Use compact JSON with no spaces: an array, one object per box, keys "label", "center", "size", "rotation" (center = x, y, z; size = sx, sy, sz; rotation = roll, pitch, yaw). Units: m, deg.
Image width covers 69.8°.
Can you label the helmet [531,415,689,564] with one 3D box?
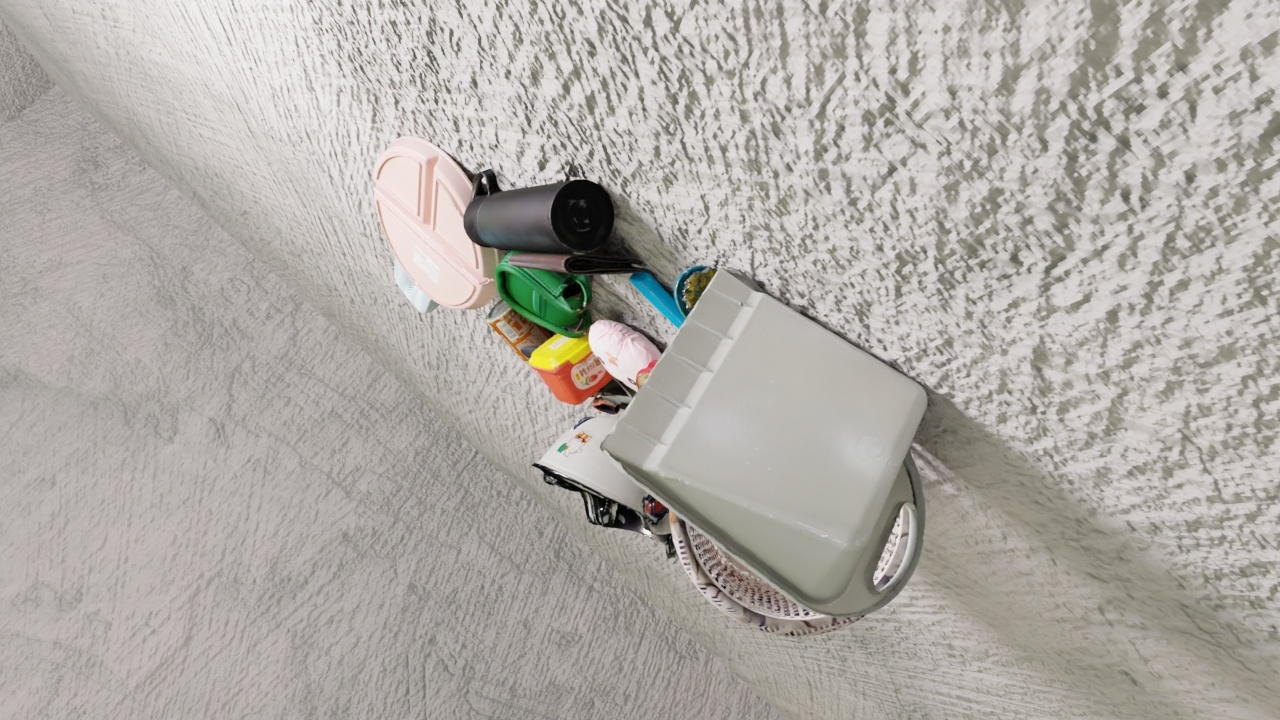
[{"label":"helmet","center":[-0.016,0.166,1.340],"size":[0.230,0.156,0.274],"rotation":[15,156,44]}]

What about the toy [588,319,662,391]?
[{"label":"toy","center":[-0.007,0.007,1.128],"size":[0.121,0.054,0.159],"rotation":[34,168,24]}]

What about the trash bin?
[{"label":"trash bin","center":[0.147,0.152,0.929],"size":[0.227,0.227,0.192],"rotation":[38,175,10]}]

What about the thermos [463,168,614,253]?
[{"label":"thermos","center":[-0.120,-0.156,0.949],"size":[0.243,0.068,0.090],"rotation":[13,128,57]}]

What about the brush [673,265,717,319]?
[{"label":"brush","center":[0.085,-0.030,0.842],"size":[0.144,0.055,0.073],"rotation":[45,178,-14]}]

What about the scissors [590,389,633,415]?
[{"label":"scissors","center":[-0.039,0.055,1.256],"size":[0.203,0.015,0.204],"rotation":[20,167,20]}]

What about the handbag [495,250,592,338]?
[{"label":"handbag","center":[-0.108,-0.083,1.087],"size":[0.120,0.067,0.131],"rotation":[40,162,9]}]

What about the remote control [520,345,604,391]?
[{"label":"remote control","center":[-0.107,0.006,1.287],"size":[0.136,0.024,0.053],"rotation":[24,164,19]}]

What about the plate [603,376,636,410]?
[{"label":"plate","center":[-0.044,0.028,1.298],"size":[0.179,0.024,0.180],"rotation":[37,163,13]}]

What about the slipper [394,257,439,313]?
[{"label":"slipper","center":[-0.285,-0.151,1.274],"size":[0.104,0.074,0.246],"rotation":[47,147,9]}]

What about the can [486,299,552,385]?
[{"label":"can","center":[-0.159,-0.027,1.350],"size":[0.147,0.057,0.058],"rotation":[50,161,-26]}]

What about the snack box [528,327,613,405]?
[{"label":"snack box","center":[-0.087,0.006,1.202],"size":[0.082,0.091,0.080],"rotation":[14,136,53]}]

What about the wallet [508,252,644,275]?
[{"label":"wallet","center":[-0.068,-0.102,0.954],"size":[0.096,0.020,0.122],"rotation":[-2,-171,-34]}]

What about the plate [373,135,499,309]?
[{"label":"plate","center":[-0.260,-0.163,1.141],"size":[0.230,0.028,0.230],"rotation":[29,136,31]}]

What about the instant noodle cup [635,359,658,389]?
[{"label":"instant noodle cup","center":[0.046,0.079,1.017],"size":[0.116,0.123,0.116],"rotation":[7,151,16]}]

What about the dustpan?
[{"label":"dustpan","center":[0.128,0.086,0.768],"size":[0.258,0.222,0.143],"rotation":[25,147,14]}]

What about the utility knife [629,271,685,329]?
[{"label":"utility knife","center":[0.071,-0.016,0.961],"size":[0.216,0.018,0.034],"rotation":[44,171,-10]}]

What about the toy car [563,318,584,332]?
[{"label":"toy car","center":[-0.101,-0.058,1.182],"size":[0.035,0.042,0.090],"rotation":[27,-177,-46]}]
